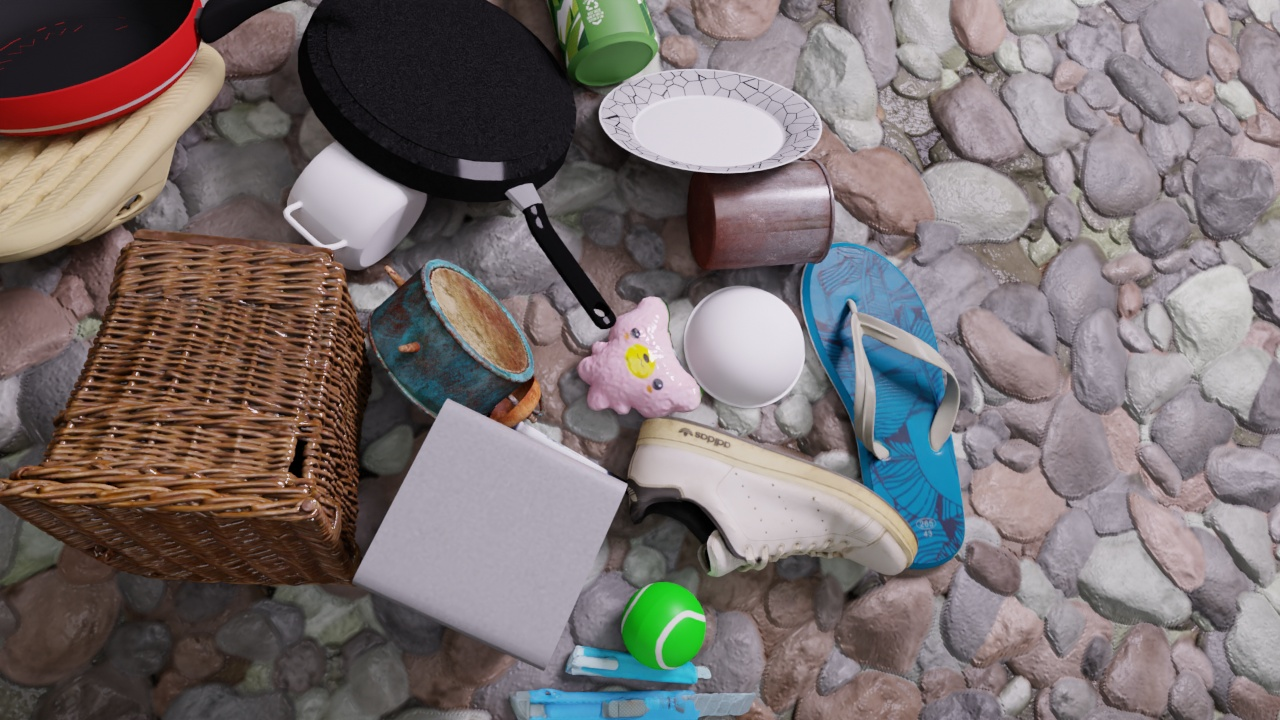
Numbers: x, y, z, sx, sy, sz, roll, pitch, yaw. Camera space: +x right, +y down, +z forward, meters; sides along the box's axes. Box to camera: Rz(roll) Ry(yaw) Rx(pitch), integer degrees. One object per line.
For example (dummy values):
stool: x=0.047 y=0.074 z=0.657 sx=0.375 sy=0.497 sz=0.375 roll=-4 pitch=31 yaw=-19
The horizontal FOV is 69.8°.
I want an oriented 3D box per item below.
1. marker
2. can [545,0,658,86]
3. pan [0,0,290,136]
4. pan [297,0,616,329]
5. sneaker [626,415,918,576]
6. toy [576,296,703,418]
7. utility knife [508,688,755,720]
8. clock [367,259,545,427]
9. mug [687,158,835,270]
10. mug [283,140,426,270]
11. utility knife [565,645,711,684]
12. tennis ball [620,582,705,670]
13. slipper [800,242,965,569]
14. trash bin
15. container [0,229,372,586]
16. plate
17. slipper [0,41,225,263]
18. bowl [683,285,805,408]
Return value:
marker: x=-0.069 y=0.072 z=0.749 sx=0.152 sy=0.011 sz=0.011 roll=30 pitch=74 yaw=-3
can: x=-0.043 y=-0.324 z=0.804 sx=0.083 sy=0.083 sz=0.144 roll=-14 pitch=80 yaw=-13
pan: x=-0.360 y=-0.249 z=0.685 sx=0.356 sy=0.067 sz=0.208 roll=-4 pitch=52 yaw=-4
pan: x=-0.119 y=-0.173 z=0.730 sx=0.224 sy=0.034 sz=0.356 roll=-26 pitch=75 yaw=-39
sneaker: x=0.098 y=0.131 z=0.723 sx=0.241 sy=0.089 sz=0.102 roll=23 pitch=67 yaw=1
toy: x=-0.004 y=0.004 z=0.755 sx=0.093 sy=0.050 sz=0.102 roll=-18 pitch=78 yaw=-9
utility knife: x=-0.004 y=0.269 z=0.715 sx=0.196 sy=0.015 sz=0.031 roll=2 pitch=82 yaw=-12
clock: x=-0.133 y=-0.001 z=0.698 sx=0.073 sy=0.157 sz=0.121 roll=-39 pitch=45 yaw=16
mug: x=0.097 y=-0.136 z=0.793 sx=0.110 sy=0.096 sz=0.122 roll=-2 pitch=47 yaw=-15
mug: x=-0.224 y=-0.118 z=0.712 sx=0.068 sy=0.095 sz=0.115 roll=42 pitch=36 yaw=-1
utility knife: x=0.000 y=0.243 z=0.722 sx=0.117 sy=0.015 sz=0.022 roll=12 pitch=82 yaw=-10
tennis ball: x=0.018 y=0.204 z=0.706 sx=0.065 sy=0.065 sz=0.065 roll=2 pitch=77 yaw=-10
slipper: x=0.222 y=0.030 z=0.789 sx=0.118 sy=0.060 sz=0.294 roll=-9 pitch=79 yaw=-16
trash bin: x=-0.102 y=0.120 z=0.617 sx=0.114 sy=0.229 sz=0.114 roll=26 pitch=74 yaw=-4
container: x=-0.265 y=0.041 z=0.608 sx=0.162 sy=0.250 sz=0.183 roll=5 pitch=67 yaw=-10
plate: x=0.059 y=-0.202 z=0.787 sx=0.188 sy=0.016 sz=0.188 roll=2 pitch=41 yaw=-2
slipper: x=-0.404 y=-0.149 z=0.699 sx=0.111 sy=0.079 sz=0.260 roll=14 pitch=54 yaw=14
bowl: x=0.095 y=-0.017 z=0.783 sx=0.110 sy=0.041 sz=0.109 roll=2 pitch=77 yaw=-10
